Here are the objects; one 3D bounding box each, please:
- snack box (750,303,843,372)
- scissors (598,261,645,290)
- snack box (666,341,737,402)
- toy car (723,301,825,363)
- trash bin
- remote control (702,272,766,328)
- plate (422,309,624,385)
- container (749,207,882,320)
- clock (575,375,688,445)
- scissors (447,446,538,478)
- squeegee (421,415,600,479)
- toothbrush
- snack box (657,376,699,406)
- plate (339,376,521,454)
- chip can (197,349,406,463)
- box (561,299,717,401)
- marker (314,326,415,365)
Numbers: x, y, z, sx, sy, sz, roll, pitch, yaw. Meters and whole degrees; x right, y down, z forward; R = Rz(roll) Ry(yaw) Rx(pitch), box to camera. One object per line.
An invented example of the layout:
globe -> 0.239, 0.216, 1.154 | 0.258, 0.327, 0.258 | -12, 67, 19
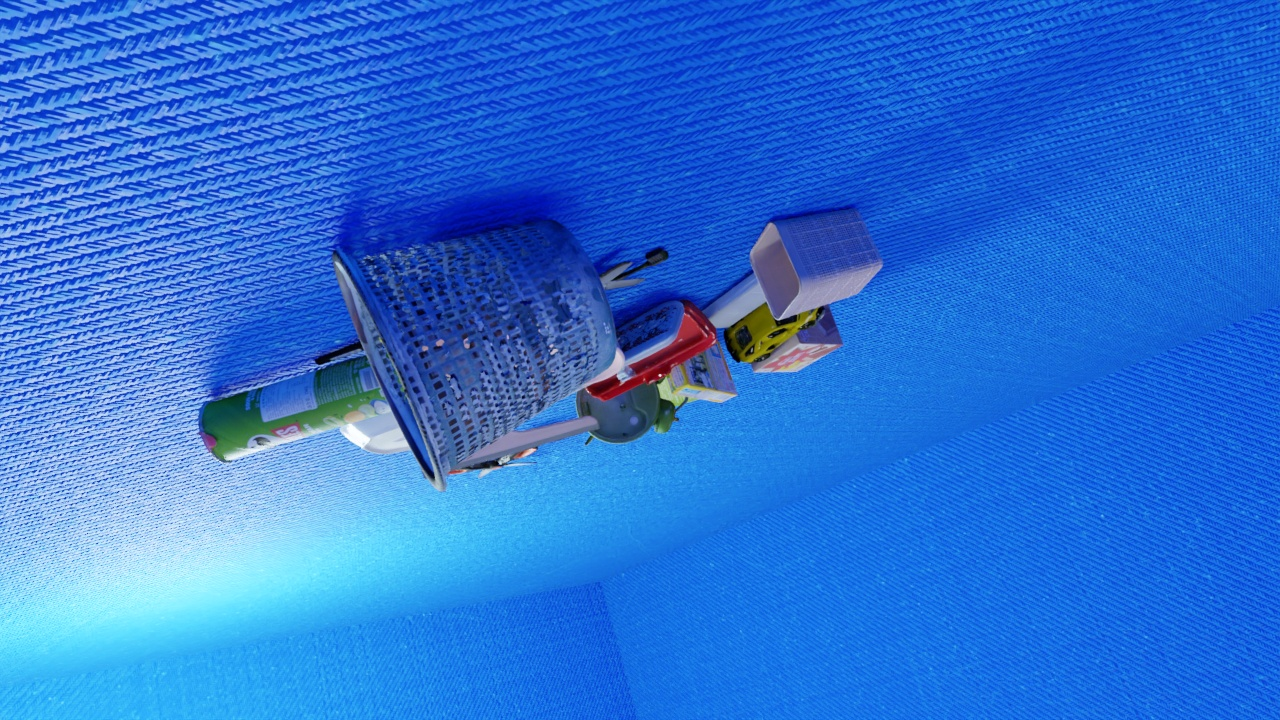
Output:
snack box -> 0.205, -0.036, 1.260 | 0.094, 0.077, 0.093 | 0, 155, -41
scissors -> -0.090, -0.070, 0.976 | 0.180, 0.019, 0.171 | 13, 145, -43
snack box -> 0.077, 0.008, 1.261 | 0.034, 0.087, 0.140 | -27, 160, 26
toy car -> 0.171, -0.054, 1.193 | 0.041, 0.071, 0.156 | -4, 156, -44
trash bin -> -0.138, -0.025, 0.821 | 0.194, 0.226, 0.227 | -24, 165, -20
remote control -> 0.133, -0.081, 1.155 | 0.058, 0.021, 0.150 | -2, 156, -38
plate -> -0.132, -0.011, 1.029 | 0.229, 0.028, 0.230 | 1, 161, 0
container -> 0.197, -0.111, 1.026 | 0.110, 0.090, 0.090 | -15, 162, -17
clock -> -0.013, 0.054, 1.276 | 0.161, 0.116, 0.056 | -15, 173, 4
scissors -> -0.248, 0.169, 1.551 | 0.233, 0.021, 0.222 | 2, 158, -46
squeegee -> -0.188, 0.058, 1.133 | 0.247, 0.040, 0.250 | -15, 155, -1
toothbrush -> -0.052, -0.080, 1.010 | 0.186, 0.012, 0.017 | -24, 155, 20
snack box -> 0.010, 0.043, 1.345 | 0.156, 0.026, 0.086 | -18, 133, 3
plate -> -0.267, 0.072, 1.224 | 0.266, 0.034, 0.162 | -20, 161, 8
chip can -> -0.355, 0.046, 1.000 | 0.236, 0.072, 0.072 | -17, 162, 4
box -> -0.009, 0.005, 1.152 | 0.202, 0.100, 0.102 | -27, 122, 30
marker -> -0.294, -0.018, 0.975 | 0.124, 0.015, 0.018 | -19, 176, 14
